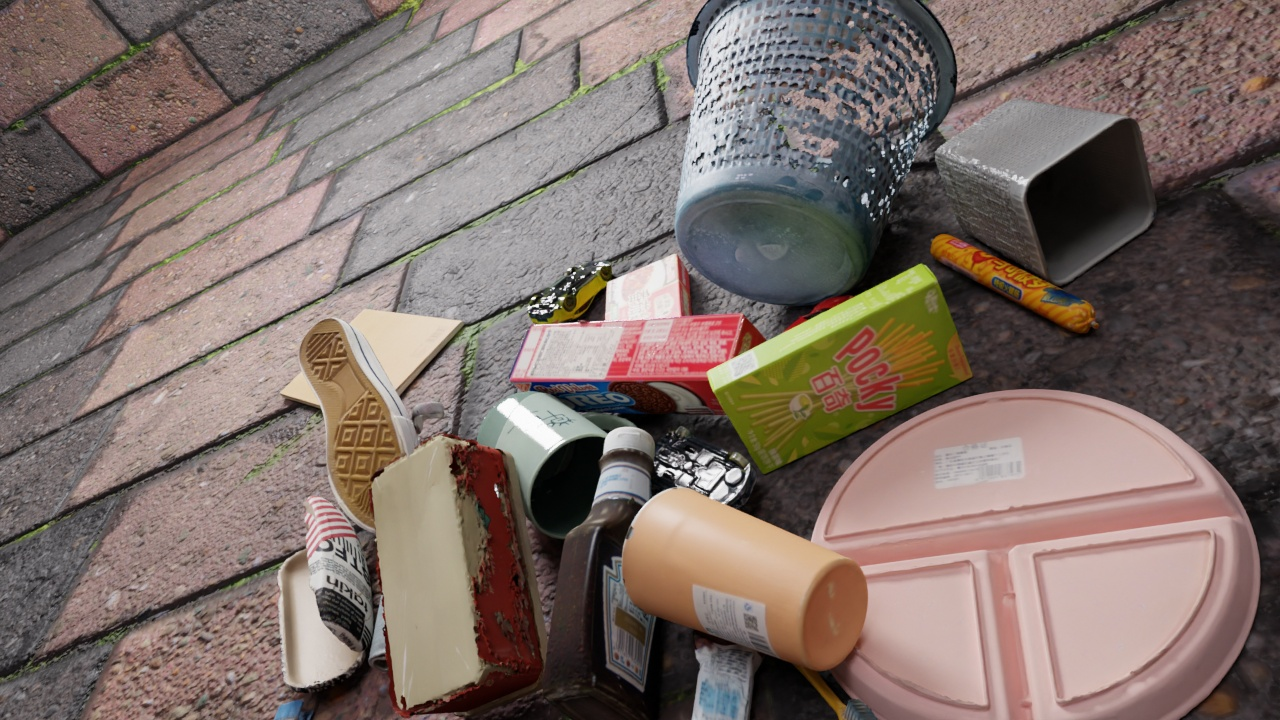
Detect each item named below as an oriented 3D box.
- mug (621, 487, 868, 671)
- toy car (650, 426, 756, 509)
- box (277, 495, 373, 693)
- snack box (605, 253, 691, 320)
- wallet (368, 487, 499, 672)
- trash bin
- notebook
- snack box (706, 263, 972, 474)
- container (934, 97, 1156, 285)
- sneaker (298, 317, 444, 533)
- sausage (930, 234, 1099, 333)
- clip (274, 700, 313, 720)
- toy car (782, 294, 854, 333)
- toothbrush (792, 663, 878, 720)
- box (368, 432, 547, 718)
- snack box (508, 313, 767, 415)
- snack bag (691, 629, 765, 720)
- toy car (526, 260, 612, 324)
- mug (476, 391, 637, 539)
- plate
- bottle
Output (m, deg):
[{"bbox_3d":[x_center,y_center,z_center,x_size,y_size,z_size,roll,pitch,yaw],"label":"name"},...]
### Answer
[{"bbox_3d":[0.057,0.121,0.504,0.123,0.078,0.078,10,53,49],"label":"mug"},{"bbox_3d":[0.040,0.081,0.637,0.049,0.031,0.106,-48,32,-14],"label":"toy car"},{"bbox_3d":[-0.254,0.182,0.715,0.087,0.076,0.162,-41,36,-1],"label":"box"},{"bbox_3d":[0.007,-0.032,0.807,0.075,0.025,0.152,-22,36,17],"label":"snack box"},{"bbox_3d":[-0.151,0.158,0.692,0.107,0.037,0.129,-23,37,15],"label":"wallet"},{"bbox_3d":[0.122,-0.160,0.733,0.227,0.226,0.194,-3,58,37],"label":"trash bin"},{"bbox_3d":[-0.306,-0.001,1.035,0.212,0.012,0.149,8,51,44],"label":"notebook"},{"bbox_3d":[0.132,0.008,0.605,0.156,0.086,0.026,-26,33,9],"label":"snack box"},{"bbox_3d":[0.280,-0.126,0.650,0.090,0.090,0.114,-33,31,-1],"label":"container"},{"bbox_3d":[-0.240,0.060,0.845,0.118,0.088,0.241,-41,55,10],"label":"sneaker"},{"bbox_3d":[0.255,-0.057,0.641,0.021,0.021,0.165,-36,35,-4],"label":"sausage"},{"bbox_3d":[-0.255,0.272,0.654,0.025,0.036,0.057,-17,33,19],"label":"clip"},{"bbox_3d":[0.128,-0.014,0.685,0.106,0.031,0.049,-37,36,-9],"label":"toy car"},{"bbox_3d":[0.080,0.153,0.525,0.016,0.018,0.191,-3,24,-24],"label":"toothbrush"},{"bbox_3d":[-0.124,0.137,0.595,0.091,0.078,0.168,-30,59,25],"label":"box"},{"bbox_3d":[-0.004,0.004,0.702,0.208,0.057,0.058,-1,59,36],"label":"snack box"},{"bbox_3d":[0.044,0.189,0.501,0.045,0.026,0.105,5,41,10],"label":"snack bag"},{"bbox_3d":[-0.066,-0.065,0.902,0.048,0.032,0.105,3,37,41],"label":"toy car"},{"bbox_3d":[-0.058,0.069,0.695,0.111,0.082,0.106,-24,29,-24],"label":"mug"},{"bbox_3d":[0.194,0.100,0.494,0.230,0.028,0.229,-22,36,17],"label":"plate"},{"bbox_3d":[-0.015,0.127,0.575,0.044,0.080,0.194,-22,40,27],"label":"bottle"}]
